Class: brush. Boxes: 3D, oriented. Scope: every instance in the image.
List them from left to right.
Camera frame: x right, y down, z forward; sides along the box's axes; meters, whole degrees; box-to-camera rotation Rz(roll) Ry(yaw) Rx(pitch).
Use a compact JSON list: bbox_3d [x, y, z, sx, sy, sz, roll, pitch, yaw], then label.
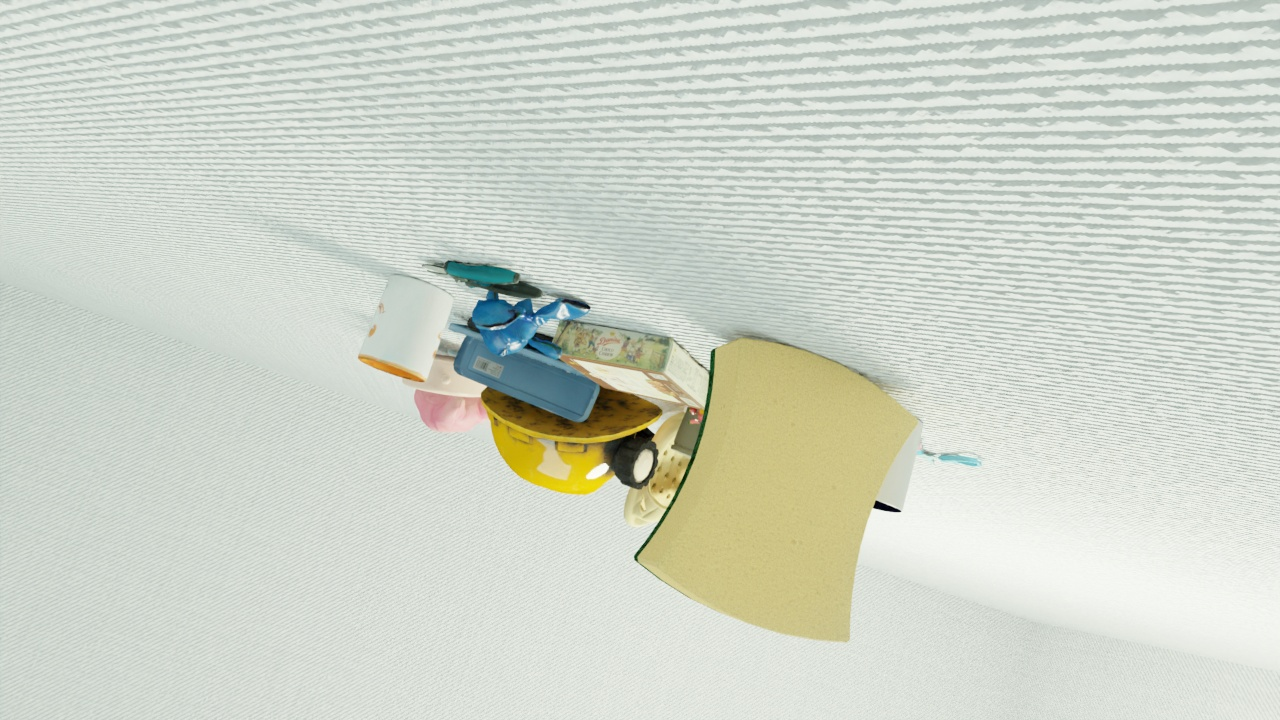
[{"bbox_3d":[0.128,0.120,0.859,0.195,0.250,0.075,24,167,-12],"label":"brush"}]

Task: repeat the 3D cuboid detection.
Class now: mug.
[{"bbox_3d":[-0.274,-0.037,1.076,0.082,0.105,0.082,17,168,3],"label":"mug"},{"bbox_3d":[0.239,0.099,0.977,0.112,0.096,0.079,23,167,-26],"label":"mug"}]

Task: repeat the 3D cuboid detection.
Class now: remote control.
[{"bbox_3d":[-0.144,-0.028,1.145,0.147,0.015,0.033,17,168,2],"label":"remote control"}]

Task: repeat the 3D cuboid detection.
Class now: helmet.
[{"bbox_3d":[-0.099,0.113,1.251,0.256,0.131,0.204,15,-158,32],"label":"helmet"}]

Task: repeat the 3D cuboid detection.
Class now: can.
[{"bbox_3d":[0.110,0.108,1.215,0.128,0.073,0.128,23,174,2],"label":"can"}]

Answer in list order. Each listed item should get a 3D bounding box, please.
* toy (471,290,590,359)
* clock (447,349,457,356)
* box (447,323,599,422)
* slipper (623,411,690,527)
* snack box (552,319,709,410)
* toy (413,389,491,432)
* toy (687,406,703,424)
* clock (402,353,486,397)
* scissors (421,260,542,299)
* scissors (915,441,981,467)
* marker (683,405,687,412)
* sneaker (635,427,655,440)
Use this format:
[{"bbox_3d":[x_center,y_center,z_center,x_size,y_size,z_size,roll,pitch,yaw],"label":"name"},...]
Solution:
[{"bbox_3d":[-0.139,-0.040,0.970,0.112,0.071,0.177,11,172,-28],"label":"toy"},{"bbox_3d":[-0.193,-0.004,1.265,0.119,0.042,0.094,14,169,17],"label":"clock"},{"bbox_3d":[-0.155,0.008,1.158,0.210,0.072,0.079,20,171,22],"label":"box"},{"bbox_3d":[0.052,0.180,1.366,0.111,0.079,0.262,-14,140,-29],"label":"slipper"},{"bbox_3d":[-0.006,0.006,1.042,0.147,0.041,0.143,11,167,28],"label":"snack box"},{"bbox_3d":[-0.271,0.080,1.574,0.212,0.084,0.142,-3,-167,-45],"label":"toy"},{"bbox_3d":[0.104,0.058,1.103,0.084,0.046,0.104,2,165,-19],"label":"toy"},{"bbox_3d":[-0.303,0.011,1.445,0.131,0.086,0.160,11,176,27],"label":"clock"},{"bbox_3d":[-0.163,-0.084,0.918,0.131,0.019,0.150,22,169,-10],"label":"scissors"},{"bbox_3d":[0.358,0.115,1.097,0.120,0.015,0.138,12,173,30],"label":"scissors"},{"bbox_3d":[0.121,0.091,1.305,0.145,0.017,0.017,24,167,-30],"label":"marker"},{"bbox_3d":[-0.058,0.100,1.444,0.236,0.087,0.089,31,-145,28],"label":"sneaker"}]
